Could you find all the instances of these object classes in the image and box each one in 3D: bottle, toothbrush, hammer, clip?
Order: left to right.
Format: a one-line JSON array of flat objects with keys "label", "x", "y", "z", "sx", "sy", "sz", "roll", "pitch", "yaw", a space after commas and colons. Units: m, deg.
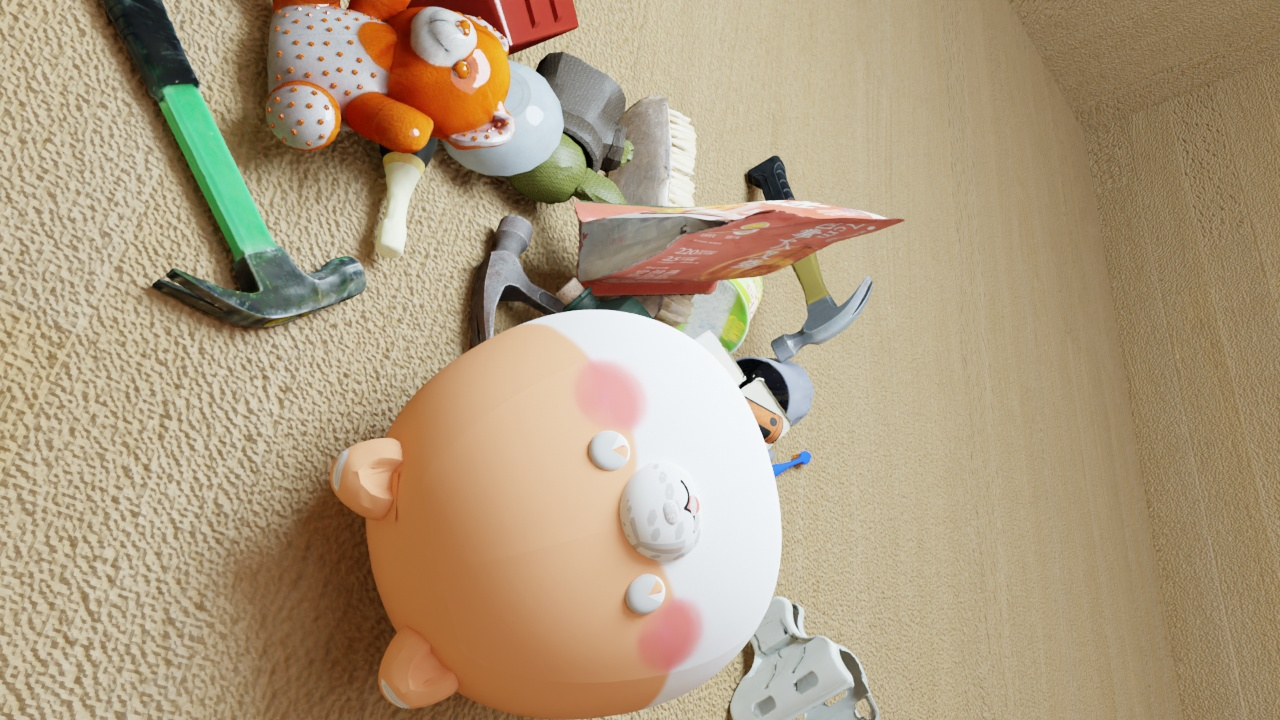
[{"label": "hammer", "x": -0.297, "y": -0.170, "z": 0.588, "sx": 0.129, "sy": 0.032, "sz": 0.319, "roll": -31, "pitch": 100, "yaw": -51}, {"label": "bottle", "x": -0.182, "y": -0.162, "z": 0.712, "sx": 0.045, "sy": 0.045, "sz": 0.184, "roll": 27, "pitch": 56, "yaw": -43}, {"label": "bottle", "x": -0.018, "y": -0.011, "z": 0.738, "sx": 0.131, "sy": 0.061, "sz": 0.061, "roll": 49, "pitch": 53, "yaw": -8}, {"label": "hammer", "x": -0.005, "y": 0.005, "z": 0.803, "sx": 0.314, "sy": 0.035, "sz": 0.137, "roll": 29, "pitch": 54, "yaw": -20}, {"label": "toothbrush", "x": 0.142, "y": 0.125, "z": 1.022, "sx": 0.182, "sy": 0.018, "sz": 0.016, "roll": -12, "pitch": 85, "yaw": -50}, {"label": "clip", "x": 0.138, "y": 0.295, "z": 0.867, "sx": 0.095, "sy": 0.126, "sz": 0.152, "roll": 27, "pitch": 32, "yaw": -52}, {"label": "hammer", "x": 0.177, "y": -0.138, "z": 1.045, "sx": 0.025, "sy": 0.118, "sz": 0.332, "roll": 47, "pitch": 23, "yaw": -36}]

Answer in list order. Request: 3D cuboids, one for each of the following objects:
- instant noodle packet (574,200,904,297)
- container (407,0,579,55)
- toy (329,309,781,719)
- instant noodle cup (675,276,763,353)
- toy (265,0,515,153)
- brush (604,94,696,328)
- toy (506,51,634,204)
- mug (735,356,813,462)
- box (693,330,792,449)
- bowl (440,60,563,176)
[{"label": "instant noodle packet", "x": 0.074, "y": -0.097, "z": 0.734, "sx": 0.164, "sy": 0.221, "sz": 0.084, "roll": -4, "pitch": 93, "yaw": -38}, {"label": "container", "x": -0.142, "y": -0.364, "z": 0.779, "sx": 0.147, "sy": 0.127, "sz": 0.201, "roll": -41, "pitch": 118, "yaw": -50}, {"label": "toy", "x": -0.048, "y": 0.101, "z": 0.597, "sx": 0.280, "sy": 0.266, "sz": 0.262, "roll": -13, "pitch": 87, "yaw": -35}, {"label": "instant noodle cup", "x": 0.082, "y": -0.064, "z": 0.967, "sx": 0.099, "sy": 0.099, "sz": 0.107, "roll": 64, "pitch": 31, "yaw": -9}, {"label": "toy", "x": -0.175, "y": -0.213, "z": 0.657, "sx": 0.172, "sy": 0.093, "sz": 0.163, "roll": 1, "pitch": 65, "yaw": -19}, {"label": "brush", "x": 0.009, "y": -0.143, "z": 0.911, "sx": 0.056, "sy": 0.083, "sz": 0.270, "roll": 26, "pitch": 56, "yaw": -43}, {"label": "toy", "x": -0.073, "y": -0.207, "z": 0.837, "sx": 0.179, "sy": 0.078, "sz": 0.152, "roll": 26, "pitch": 56, "yaw": -11}, {"label": "mug", "x": 0.130, "y": 0.057, "z": 0.977, "sx": 0.103, "sy": 0.084, "sz": 0.124, "roll": -3, "pitch": 102, "yaw": -65}, {"label": "box", "x": 0.052, "y": 0.058, "z": 0.861, "sx": 0.183, "sy": 0.050, "sz": 0.143, "roll": -37, "pitch": 95, "yaw": -43}, {"label": "bowl", "x": -0.117, "y": -0.209, "z": 0.761, "sx": 0.106, "sy": 0.039, "sz": 0.106, "roll": 1, "pitch": 69, "yaw": -4}]
